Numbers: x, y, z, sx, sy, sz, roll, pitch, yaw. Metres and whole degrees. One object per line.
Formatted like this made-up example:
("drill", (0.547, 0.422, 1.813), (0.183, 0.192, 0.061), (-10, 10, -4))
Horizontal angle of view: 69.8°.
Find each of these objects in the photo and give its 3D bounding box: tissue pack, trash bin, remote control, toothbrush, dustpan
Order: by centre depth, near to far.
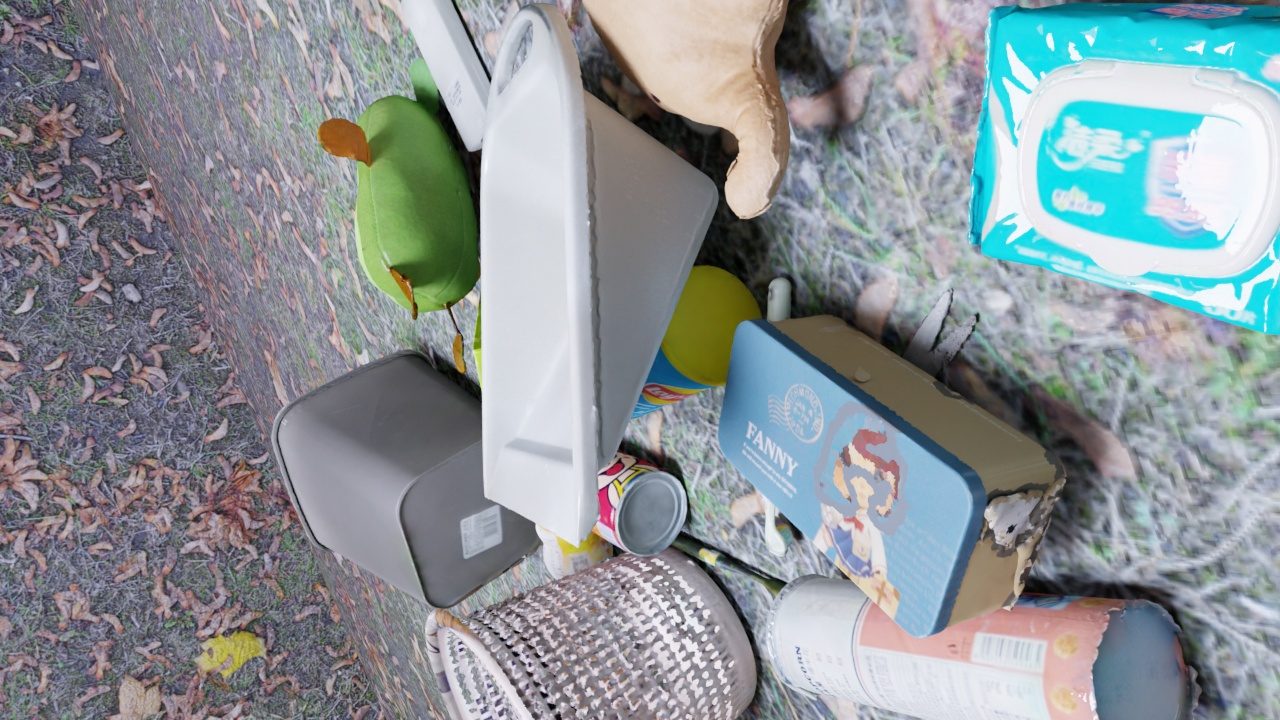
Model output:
("tissue pack", (0.171, -0.068, 0.303), (0.133, 0.050, 0.093), (28, 134, 47))
("dustpan", (-0.068, -0.056, 0.528), (0.142, 0.257, 0.223), (30, 168, -18))
("toothbrush", (0.083, 0.037, 0.552), (0.029, 0.020, 0.190), (-101, 6, -61))
("toothbrush", (0.051, 0.148, 0.691), (0.186, 0.012, 0.017), (15, 134, 53))
("trash bin", (-0.028, 0.249, 0.705), (0.227, 0.191, 0.228), (37, 140, 39))
("remote control", (-0.147, -0.234, 0.714), (0.056, 0.019, 0.135), (-28, 87, 60))
("trash bin", (-0.227, 0.126, 0.950), (0.220, 0.198, 0.199), (21, 130, 42))

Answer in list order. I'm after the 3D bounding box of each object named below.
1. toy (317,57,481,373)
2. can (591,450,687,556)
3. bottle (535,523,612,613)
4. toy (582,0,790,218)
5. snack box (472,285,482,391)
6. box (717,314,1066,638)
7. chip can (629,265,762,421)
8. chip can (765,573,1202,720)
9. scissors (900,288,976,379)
("toy", (-0.181, -0.116, 0.738), (0.227, 0.090, 0.246), (55, -159, -62))
("can", (-0.017, 0.106, 0.711), (0.094, 0.066, 0.066), (16, 124, 53))
("bottle", (-0.055, 0.175, 0.825), (0.063, 0.063, 0.108), (19, 127, 52))
("toy", (0.019, -0.179, 0.434), (0.143, 0.082, 0.226), (18, 130, 69))
("snack box", (-0.113, -0.003, 0.750), (0.156, 0.026, 0.086), (-104, 5, -64))
("box", (0.106, 0.043, 0.444), (0.184, 0.061, 0.090), (39, 130, 50))
("chip can", (-0.004, 0.004, 0.612), (0.071, 0.071, 0.211), (64, 151, 2))
("chip can", (0.155, 0.149, 0.466), (0.215, 0.071, 0.071), (-18, 96, 60))
("scissors", (0.133, 0.038, 0.483), (0.172, 0.014, 0.146), (-13, 99, 57))
